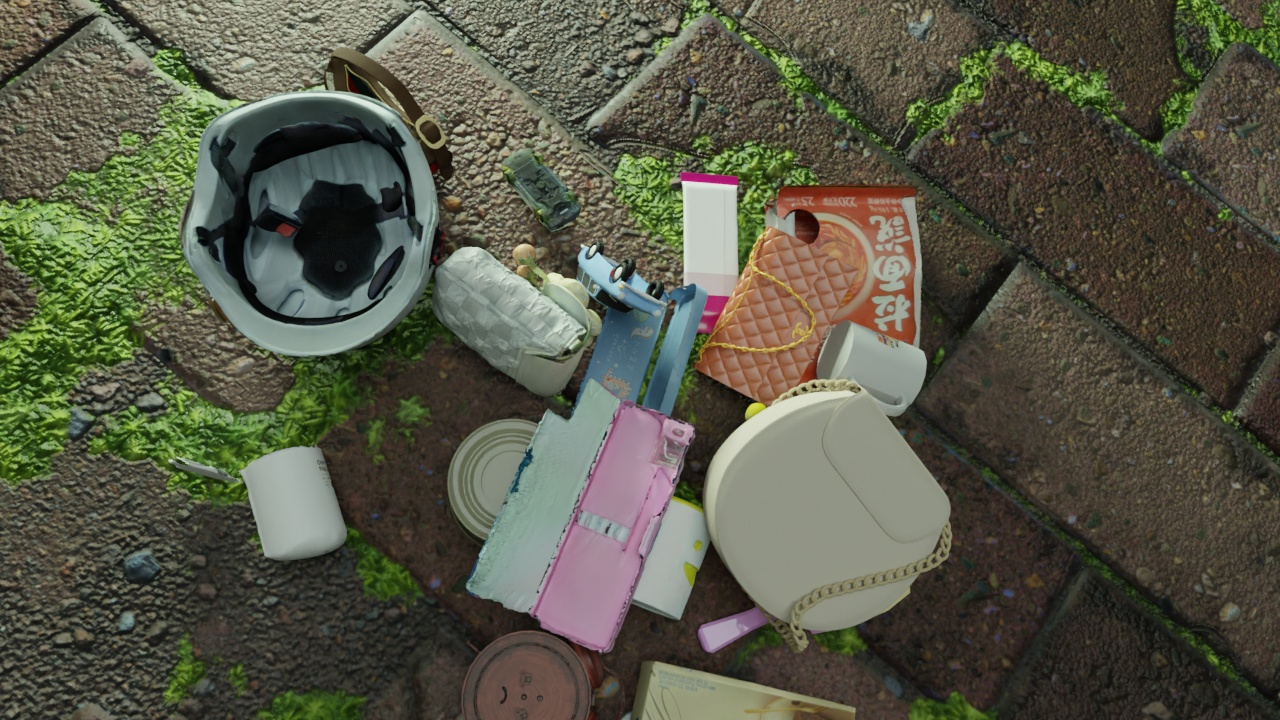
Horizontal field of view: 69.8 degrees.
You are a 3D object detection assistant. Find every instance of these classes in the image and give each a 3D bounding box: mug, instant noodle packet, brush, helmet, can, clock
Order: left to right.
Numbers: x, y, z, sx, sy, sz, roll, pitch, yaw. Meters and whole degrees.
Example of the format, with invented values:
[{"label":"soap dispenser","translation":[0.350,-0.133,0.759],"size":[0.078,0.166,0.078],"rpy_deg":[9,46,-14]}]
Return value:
[{"label":"helmet","translation":[-0.311,-0.123,0.919],"size":[0.236,0.164,0.263],"rpy_deg":[-7,81,-3]},{"label":"can","translation":[-0.128,0.126,0.918],"size":[0.127,0.073,0.127],"rpy_deg":[2,74,-7]},{"label":"clock","translation":[-0.092,0.318,0.868],"size":[0.157,0.072,0.120],"rpy_deg":[6,73,-5]},{"label":"mug","translation":[0.021,0.194,0.915],"size":[0.082,0.083,0.106],"rpy_deg":[23,74,-1]},{"label":"brush","translation":[0.167,0.244,0.940],"size":[0.228,0.043,0.089],"rpy_deg":[-19,77,-13]},{"label":"instant noodle packet","translation":[0.231,-0.082,1.046],"size":[0.164,0.084,0.221],"rpy_deg":[-1,86,-9]},{"label":"mug","translation":[0.247,0.016,0.976],"size":[0.089,0.074,0.105],"rpy_deg":[20,38,-12]}]

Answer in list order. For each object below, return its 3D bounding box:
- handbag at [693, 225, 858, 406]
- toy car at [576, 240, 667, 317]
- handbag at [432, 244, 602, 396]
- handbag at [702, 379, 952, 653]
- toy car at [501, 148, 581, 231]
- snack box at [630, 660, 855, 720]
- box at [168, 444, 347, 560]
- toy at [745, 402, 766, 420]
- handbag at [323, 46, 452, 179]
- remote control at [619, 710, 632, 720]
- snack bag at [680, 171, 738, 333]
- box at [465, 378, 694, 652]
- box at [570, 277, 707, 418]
[{"label":"handbag","translation":[0.143,-0.045,0.984],"size":[0.109,0.060,0.172],"rpy_deg":[28,93,4]},{"label":"toy car","translation":[-0.025,-0.080,0.961],"size":[0.056,0.153,0.055],"rpy_deg":[25,101,-29]},{"label":"handbag","translation":[-0.127,-0.056,0.954],"size":[0.171,0.113,0.123],"rpy_deg":[35,63,3]},{"label":"handbag","translation":[0.171,0.143,0.868],"size":[0.208,0.103,0.210],"rpy_deg":[-39,98,-3]},{"label":"toy car","translation":[-0.112,-0.191,1.033],"size":[0.048,0.033,0.105],"rpy_deg":[-36,77,-14]},{"label":"snack box","translation":[0.090,0.382,0.863],"size":[0.207,0.055,0.153],"rpy_deg":[15,70,-6]},{"label":"box","translation":[-0.368,0.135,0.881],"size":[0.143,0.083,0.136],"rpy_deg":[-18,76,-7]},{"label":"toy","translation":[0.176,0.090,0.963],"size":[0.131,0.124,0.096],"rpy_deg":[-2,51,-27]},{"label":"handbag","translation":[-0.266,-0.259,0.976],"size":[0.166,0.138,0.063],"rpy_deg":[45,74,5]},{"label":"remote control","translation":[0.039,0.397,0.890],"size":[0.151,0.019,0.074],"rpy_deg":[24,70,-3]},{"label":"snack bag","translation":[0.079,-0.124,1.049],"size":[0.070,0.016,0.196],"rpy_deg":[3,74,-9]},{"label":"box","translation":[-0.054,0.139,0.864],"size":[0.158,0.066,0.230],"rpy_deg":[27,74,-13]},{"label":"box","translation":[0.000,0.011,0.985],"size":[0.121,0.049,0.209],"rpy_deg":[8,69,31]}]
